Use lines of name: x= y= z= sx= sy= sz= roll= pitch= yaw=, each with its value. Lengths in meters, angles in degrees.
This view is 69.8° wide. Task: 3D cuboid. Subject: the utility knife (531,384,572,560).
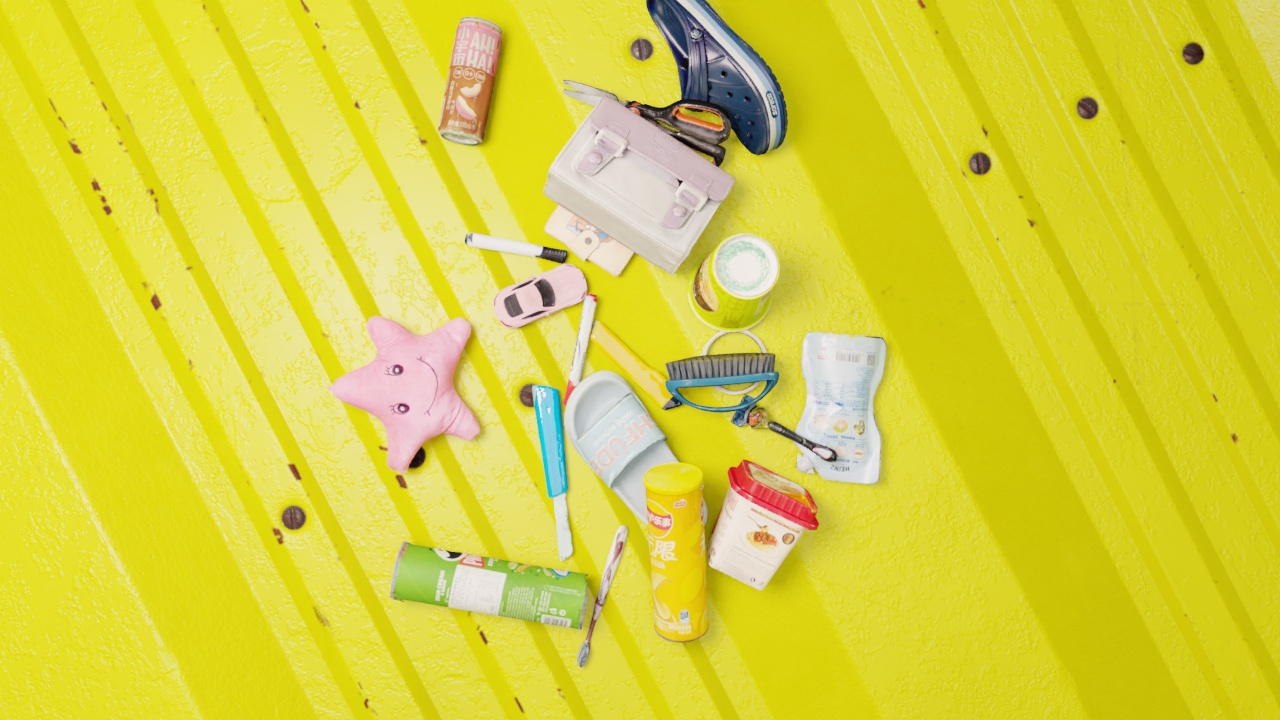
utility knife: x=-0.108 y=0.141 z=1.164 sx=0.034 sy=0.018 sz=0.225 roll=-7 pitch=88 yaw=-5

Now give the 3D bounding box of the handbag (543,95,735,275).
handbag: x=0.001 y=-0.220 z=1.133 sx=0.197 sy=0.099 sz=0.144 roll=32 pitch=68 yaw=-3

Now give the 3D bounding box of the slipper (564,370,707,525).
slipper: x=-0.005 y=0.127 z=1.144 sx=0.104 sy=0.074 sz=0.245 roll=-37 pitch=93 yaw=-3

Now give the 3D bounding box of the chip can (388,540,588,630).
chip can: x=-0.183 y=0.278 z=1.130 sx=0.236 sy=0.072 sz=0.072 roll=11 pitch=88 yaw=-3

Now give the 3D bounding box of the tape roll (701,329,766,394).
tape roll: x=0.121 y=0.001 z=1.183 sx=0.086 sy=0.014 sz=0.086 roll=0 pitch=89 yaw=-4

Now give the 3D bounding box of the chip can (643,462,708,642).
chip can: x=0.044 y=0.233 z=1.112 sx=0.072 sy=0.072 sz=0.213 roll=-4 pitch=110 yaw=-4

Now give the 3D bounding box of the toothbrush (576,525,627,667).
toothbrush: x=-0.049 y=0.299 z=1.165 sx=0.016 sy=0.017 sz=0.187 roll=18 pitch=89 yaw=-4

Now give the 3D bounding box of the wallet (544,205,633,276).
wallet: x=-0.057 y=-0.167 z=1.173 sx=0.115 sy=0.024 sz=0.087 roll=34 pitch=82 yaw=-3

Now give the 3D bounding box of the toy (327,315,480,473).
toy: x=-0.289 y=0.041 z=1.125 sx=0.178 sy=0.075 sz=0.194 roll=-3 pitch=89 yaw=-12

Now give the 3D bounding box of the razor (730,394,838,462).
razor: x=0.185 y=0.092 z=1.164 sx=0.143 sy=0.022 sz=0.042 roll=28 pitch=90 yaw=14

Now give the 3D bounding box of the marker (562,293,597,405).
marker: x=-0.076 y=-0.013 z=1.164 sx=0.017 sy=0.017 sz=0.145 roll=12 pitch=93 yaw=-3

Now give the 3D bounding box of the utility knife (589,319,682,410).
utility knife: x=-0.007 y=0.007 z=1.175 sx=0.156 sy=0.015 sz=0.033 roll=44 pitch=80 yaw=-1

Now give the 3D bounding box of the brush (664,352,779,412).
brush: x=0.103 y=0.028 z=1.146 sx=0.144 sy=0.055 sz=0.073 roll=-5 pitch=89 yaw=-4

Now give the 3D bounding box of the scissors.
scissors: x=0.004 y=-0.298 z=1.170 sx=0.235 sy=0.153 sz=0.021 roll=6 pitch=47 yaw=25

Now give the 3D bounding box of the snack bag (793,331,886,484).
snack bag: x=0.257 y=0.061 z=1.179 sx=0.110 sy=0.039 sz=0.191 roll=4 pitch=90 yaw=-3

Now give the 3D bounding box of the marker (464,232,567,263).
marker: x=-0.158 y=-0.143 z=1.166 sx=0.130 sy=0.022 sz=0.018 roll=9 pitch=121 yaw=-4

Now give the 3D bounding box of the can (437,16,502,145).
can: x=-0.213 y=-0.348 z=1.148 sx=0.058 sy=0.058 sz=0.147 roll=10 pitch=88 yaw=-3

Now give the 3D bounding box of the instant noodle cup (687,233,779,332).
instant noodle cup: x=0.119 y=-0.101 z=1.124 sx=0.111 sy=0.123 sz=0.111 roll=1 pitch=80 yaw=-3

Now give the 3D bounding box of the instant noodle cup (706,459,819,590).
instant noodle cup: x=0.144 y=0.205 z=1.139 sx=0.116 sy=0.116 sz=0.124 roll=26 pitch=100 yaw=-3

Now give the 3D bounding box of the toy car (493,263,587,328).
toy car: x=-0.126 y=-0.082 z=1.159 sx=0.122 sy=0.037 sz=0.056 roll=-23 pitch=92 yaw=-5

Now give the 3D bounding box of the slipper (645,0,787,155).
slipper: x=0.085 y=-0.360 z=1.142 sx=0.095 sy=0.105 sz=0.253 roll=-37 pitch=90 yaw=-7
